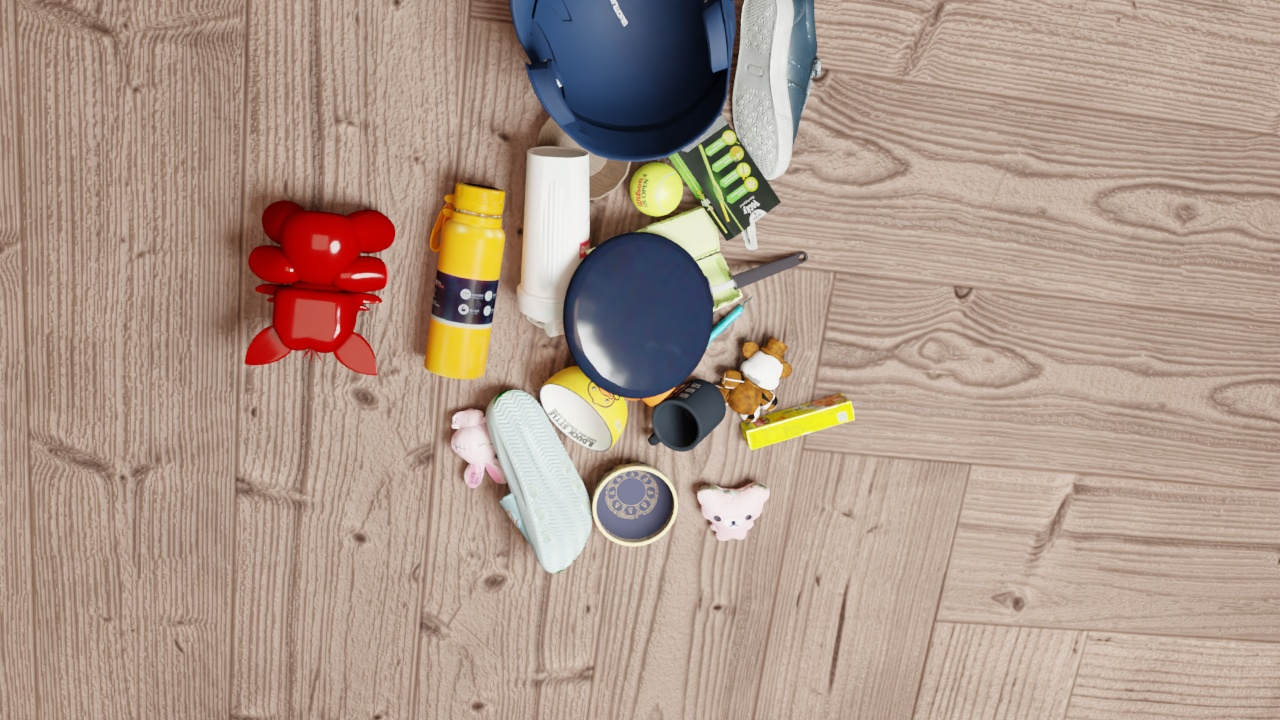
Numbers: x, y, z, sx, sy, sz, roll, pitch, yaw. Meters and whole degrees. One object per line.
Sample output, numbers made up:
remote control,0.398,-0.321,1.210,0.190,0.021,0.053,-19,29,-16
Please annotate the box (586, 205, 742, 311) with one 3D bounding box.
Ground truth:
box,0.029,-0.104,1.135,0.187,0.047,0.141,-26,108,-23

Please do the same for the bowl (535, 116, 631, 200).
bowl,-0.069,-0.255,1.124,0.118,0.030,0.118,-2,106,-6

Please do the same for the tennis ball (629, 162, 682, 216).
tennis ball,0.019,-0.210,1.128,0.065,0.065,0.065,-2,105,-6

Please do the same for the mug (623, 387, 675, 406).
mug,-0.007,0.007,1.182,0.096,0.077,0.113,43,131,-10

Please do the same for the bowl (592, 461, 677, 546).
bowl,-0.010,0.185,1.230,0.112,0.061,0.112,-2,105,-6

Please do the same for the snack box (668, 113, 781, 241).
snack box,0.098,-0.231,1.128,0.080,0.025,0.147,-38,98,-17

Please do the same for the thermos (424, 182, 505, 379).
thermos,-0.220,-0.099,1.124,0.091,0.076,0.233,9,104,-6

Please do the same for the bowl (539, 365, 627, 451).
bowl,-0.064,0.052,1.172,0.117,0.117,0.067,51,59,-15

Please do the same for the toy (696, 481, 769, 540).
toy,0.126,0.209,1.259,0.099,0.052,0.096,-2,117,-3

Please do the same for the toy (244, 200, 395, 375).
toy,-0.380,-0.087,1.088,0.158,0.120,0.197,5,94,-10

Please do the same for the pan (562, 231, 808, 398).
pan,0.069,-0.079,1.125,0.355,0.021,0.199,-21,104,-25

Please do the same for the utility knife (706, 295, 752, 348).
utility knife,0.103,-0.042,1.207,0.124,0.022,0.015,-43,105,2

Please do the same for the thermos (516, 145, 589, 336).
thermos,-0.101,-0.140,1.101,0.099,0.099,0.221,0,114,-7

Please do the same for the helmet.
helmet,-0.018,-0.377,0.994,0.232,0.222,0.272,-16,136,12

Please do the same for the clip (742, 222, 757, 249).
clip,0.118,-0.188,1.171,0.054,0.040,0.102,-15,106,-23

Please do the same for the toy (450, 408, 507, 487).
toy,-0.211,0.117,1.198,0.063,0.047,0.110,-16,112,-2

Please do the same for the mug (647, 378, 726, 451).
mug,0.052,0.078,1.196,0.105,0.077,0.071,-38,89,36

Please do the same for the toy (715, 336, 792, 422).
toy,0.152,0.023,1.210,0.087,0.067,0.112,30,90,-13

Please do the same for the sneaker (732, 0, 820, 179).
sneaker,0.171,-0.340,1.105,0.087,0.089,0.236,-18,122,-30

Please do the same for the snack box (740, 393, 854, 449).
snack box,0.212,0.082,1.240,0.148,0.040,0.029,-16,105,-2

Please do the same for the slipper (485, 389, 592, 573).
slipper,-0.139,0.155,1.194,0.103,0.074,0.245,-28,99,-44
